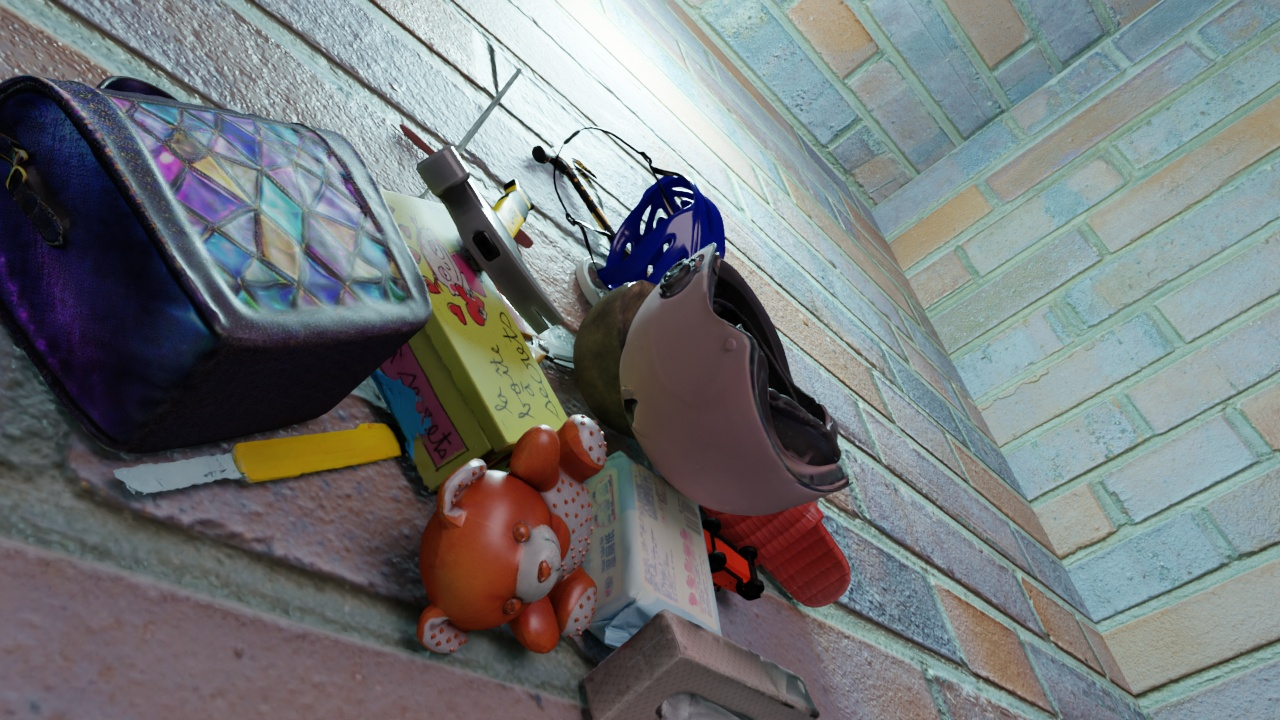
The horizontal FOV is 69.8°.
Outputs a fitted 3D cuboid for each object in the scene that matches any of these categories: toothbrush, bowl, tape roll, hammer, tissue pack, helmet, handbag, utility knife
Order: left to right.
[{"bbox_3d":[-0.256,-0.074,0.543,0.222,0.126,0.204,57,24,9],"label":"handbag"},{"bbox_3d":[-0.219,0.058,0.565,0.030,0.019,0.218,54,18,14],"label":"utility knife"},{"bbox_3d":[-0.161,-0.185,0.798,0.010,0.182,0.010,9,41,-54],"label":"toothbrush"},{"bbox_3d":[-0.182,-0.184,0.970,0.184,0.015,0.015,42,23,-23],"label":"toothbrush"},{"bbox_3d":[-0.138,-0.071,0.867,0.021,0.016,0.135,30,24,-52],"label":"toothbrush"},{"bbox_3d":[-0.124,-0.132,0.869,0.170,0.034,0.324,58,7,-16],"label":"hammer"},{"bbox_3d":[-0.040,-0.083,1.094,0.093,0.013,0.092,42,26,-26],"label":"tape roll"},{"bbox_3d":[-0.027,-0.150,1.189,0.320,0.036,0.123,57,23,12],"label":"hammer"},{"bbox_3d":[-0.006,-0.153,1.048,0.227,0.148,0.240,38,37,-27],"label":"helmet"},{"bbox_3d":[-0.005,0.005,0.928,0.162,0.070,0.162,35,47,-47],"label":"bowl"},{"bbox_3d":[0.005,0.172,0.766,0.112,0.070,0.181,37,31,-34],"label":"tissue pack"},{"bbox_3d":[0.049,0.266,0.690,0.181,0.104,0.071,37,14,-38],"label":"tissue pack"},{"bbox_3d":[0.071,0.027,0.815,0.230,0.153,0.255,45,24,-36],"label":"helmet"}]

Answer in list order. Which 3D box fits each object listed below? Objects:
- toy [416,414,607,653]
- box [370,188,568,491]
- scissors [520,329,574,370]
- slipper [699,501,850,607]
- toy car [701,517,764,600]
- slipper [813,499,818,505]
[{"bbox_3d":[-0.079,0.122,0.623,0.172,0.093,0.164,-7,105,-63],"label":"toy"},{"bbox_3d":[-0.152,-0.016,0.702,0.221,0.082,0.124,58,17,12],"label":"box"},{"bbox_3d":[-0.110,-0.022,0.875,0.134,0.016,0.227,50,14,19],"label":"scissors"},{"bbox_3d":[0.145,0.182,0.971,0.249,0.103,0.059,47,10,-20],"label":"slipper"},{"bbox_3d":[0.076,0.195,0.889,0.100,0.049,0.051,40,27,-30],"label":"toy car"},{"bbox_3d":[0.099,0.080,1.040,0.266,0.113,0.080,47,13,-1],"label":"slipper"}]
